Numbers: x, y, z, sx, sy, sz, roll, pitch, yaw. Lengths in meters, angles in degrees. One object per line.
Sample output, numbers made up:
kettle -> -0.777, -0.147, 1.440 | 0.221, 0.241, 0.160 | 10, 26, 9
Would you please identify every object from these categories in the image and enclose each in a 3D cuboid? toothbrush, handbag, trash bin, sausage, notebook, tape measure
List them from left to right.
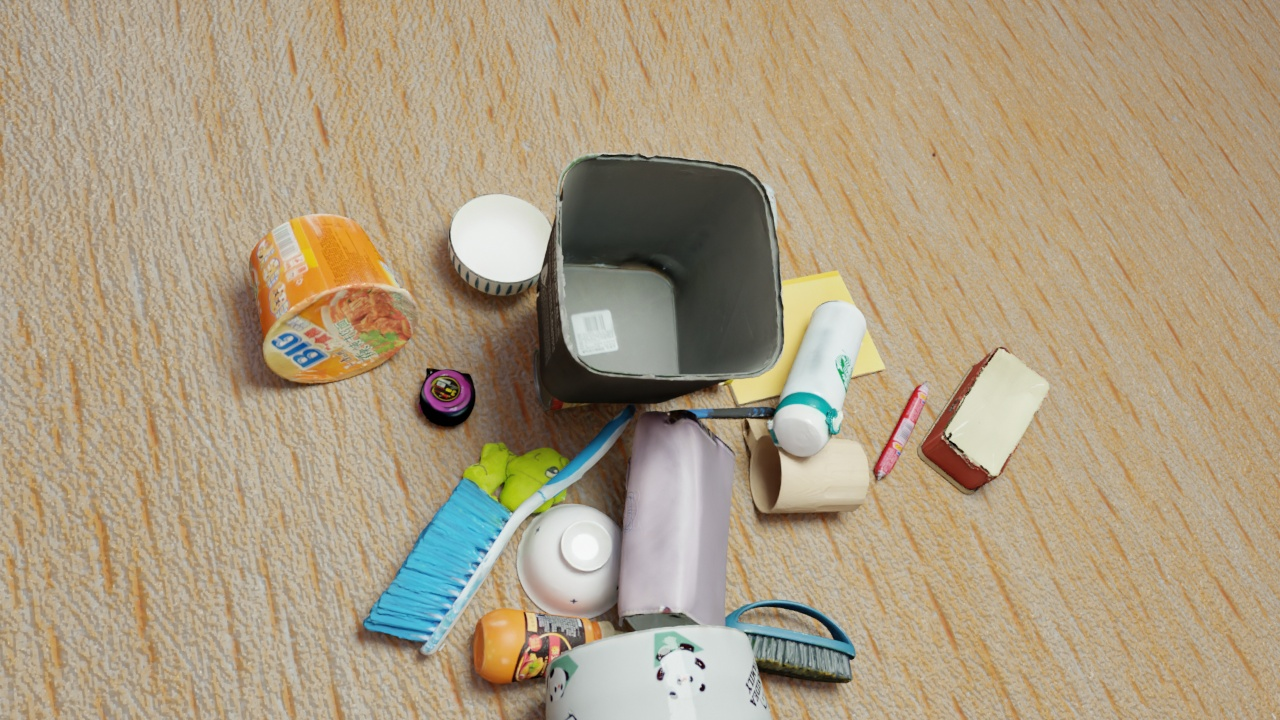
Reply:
tape measure -> -0.199, 0.039, 0.946 | 0.057, 0.039, 0.057 | 6, 58, -13
trash bin -> -0.004, -0.055, 0.859 | 0.198, 0.220, 0.198 | 1, 76, -17
trash bin -> 0.025, 0.367, 0.752 | 0.229, 0.230, 0.251 | 1, 59, -16
handbag -> 0.031, 0.162, 0.883 | 0.098, 0.145, 0.196 | -2, 63, 14
toothbrush -> 0.126, 0.058, 1.044 | 0.189, 0.016, 0.014 | 0, 59, -15
notebook -> 0.181, -0.031, 1.106 | 0.206, 0.010, 0.145 | -13, 68, -21
sausage -> 0.310, 0.082, 1.082 | 0.020, 0.020, 0.155 | 35, 60, 3

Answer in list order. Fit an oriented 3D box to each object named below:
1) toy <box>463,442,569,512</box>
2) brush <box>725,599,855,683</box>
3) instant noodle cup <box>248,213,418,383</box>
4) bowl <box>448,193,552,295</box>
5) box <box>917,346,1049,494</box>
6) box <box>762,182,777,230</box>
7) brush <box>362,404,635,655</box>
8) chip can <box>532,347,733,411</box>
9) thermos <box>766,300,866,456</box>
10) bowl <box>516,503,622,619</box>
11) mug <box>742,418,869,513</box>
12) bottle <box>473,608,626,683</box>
toy -> -0.123, 0.122, 0.932 | 0.100, 0.031, 0.096 | 33, 62, 6
brush -> 0.147, 0.277, 0.917 | 0.144, 0.055, 0.073 | 14, 63, -8
instant noodle cup -> -0.311, -0.066, 0.910 | 0.151, 0.152, 0.111 | -19, 63, -23
bowl -> -0.157, -0.120, 1.021 | 0.116, 0.066, 0.116 | 7, 64, -14
box -> 0.414, 0.067, 1.086 | 0.091, 0.077, 0.168 | 39, 61, 6
box -> 0.073, -0.202, 1.139 | 0.201, 0.048, 0.086 | 10, 62, -10
brush -> -0.129, 0.143, 0.882 | 0.109, 0.061, 0.314 | 35, 73, -5
chip can -> -0.006, 0.006, 1.000 | 0.216, 0.073, 0.073 | -7, 67, -18
thermos -> 0.197, 0.018, 0.997 | 0.073, 0.073, 0.223 | 31, 40, 1
bowl -> -0.058, 0.189, 0.898 | 0.118, 0.065, 0.118 | 7, 63, -14
mug -> 0.177, 0.111, 1.003 | 0.103, 0.084, 0.124 | 3, 37, -16
bottle -> -0.078, 0.266, 0.859 | 0.149, 0.067, 0.066 | 5, 63, -21
